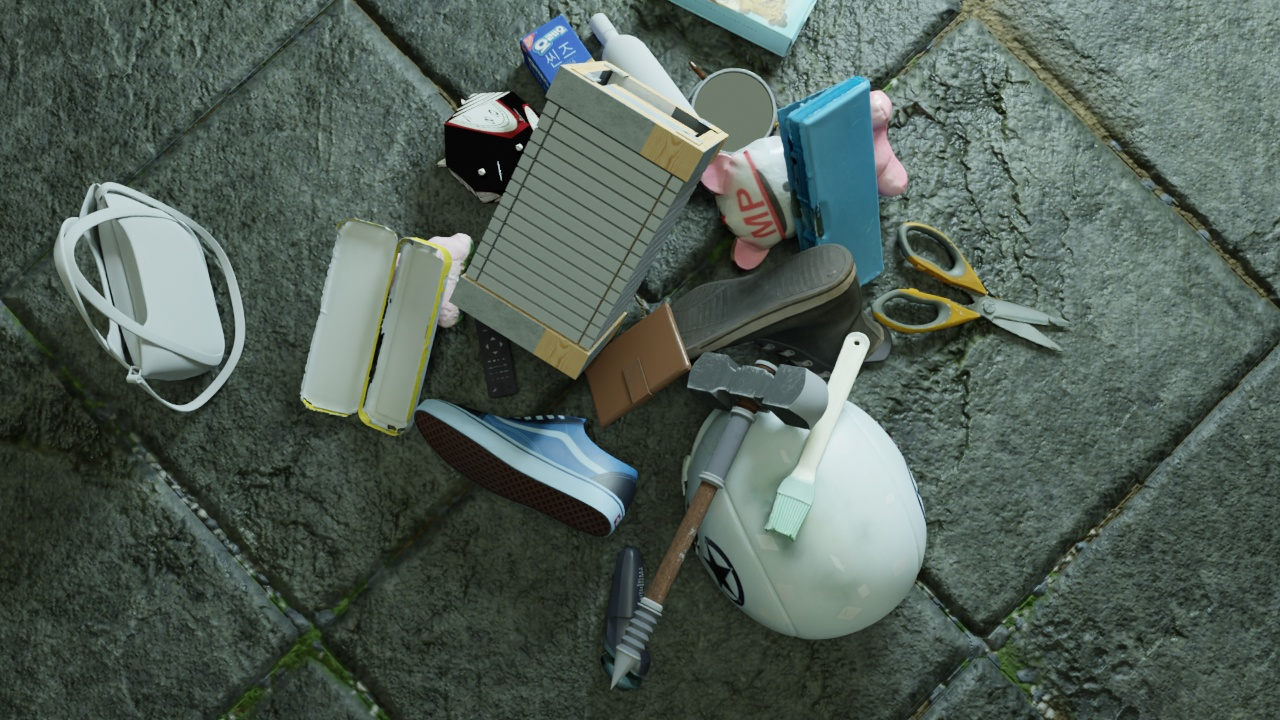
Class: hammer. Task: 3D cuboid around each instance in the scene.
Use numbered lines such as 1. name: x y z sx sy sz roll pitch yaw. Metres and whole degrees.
1. hammer: 0.048 0.143 0.831 0.043 0.156 0.321 40 71 -39

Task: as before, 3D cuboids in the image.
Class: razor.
1. razor: -0.013 0.266 0.950 0.052 0.047 0.142 1 81 23

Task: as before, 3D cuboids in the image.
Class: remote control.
1. remote control: -0.159 -0.028 0.987 0.032 0.015 0.136 -11 87 -2
2. remote control: 0.212 -0.017 0.996 0.124 0.009 0.046 -5 85 -2

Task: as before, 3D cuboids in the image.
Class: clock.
1. clock: 0.112 -0.261 0.993 0.148 0.056 0.104 16 95 1
2. clock: -0.135 -0.223 0.981 0.154 0.065 0.114 19 84 2

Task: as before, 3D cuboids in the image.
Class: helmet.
1. helmet: 0.164 0.143 0.904 0.236 0.164 0.264 -21 84 -4

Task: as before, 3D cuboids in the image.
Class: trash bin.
1. trash bin: -0.048 -0.139 0.885 0.142 0.142 0.247 32 114 2

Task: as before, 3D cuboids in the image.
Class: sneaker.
1. sneaker: 0.126 -0.027 0.950 0.235 0.095 0.120 -22 128 21
2. sneaker: -0.114 0.091 0.960 0.241 0.084 0.098 26 50 8

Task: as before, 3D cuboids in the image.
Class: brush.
1. brush: 0.167 0.064 0.843 0.033 0.012 0.217 21 67 14

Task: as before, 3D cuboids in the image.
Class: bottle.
1. bottle: -0.003 -0.302 0.977 0.052 0.052 0.195 -29 63 -4

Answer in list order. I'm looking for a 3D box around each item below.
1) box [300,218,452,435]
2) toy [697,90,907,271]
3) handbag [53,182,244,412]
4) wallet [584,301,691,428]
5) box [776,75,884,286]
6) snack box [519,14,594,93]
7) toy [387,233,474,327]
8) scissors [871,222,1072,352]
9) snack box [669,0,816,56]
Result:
1. box: -0.274 -0.033 0.950 0.130 0.038 0.210 17 103 5
2. toy: 0.171 -0.193 0.965 0.213 0.084 0.142 -29 129 -1
3. handbag: -0.477 -0.063 0.881 0.095 0.223 0.215 -16 85 -2
4. wallet: -0.006 0.006 0.944 0.121 0.013 0.087 -36 53 25
5. box: 0.194 -0.164 0.920 0.093 0.232 0.048 -35 44 -16
6. snack box: -0.052 -0.269 0.991 0.056 0.057 0.206 -34 86 -5
7. toy: -0.225 -0.089 0.975 0.093 0.050 0.102 11 81 6
8. scissors: 0.365 -0.076 1.001 0.225 0.016 0.162 7 82 -4
9. snack box: 0.104 -0.412 1.010 0.174 0.053 0.075 28 84 1
